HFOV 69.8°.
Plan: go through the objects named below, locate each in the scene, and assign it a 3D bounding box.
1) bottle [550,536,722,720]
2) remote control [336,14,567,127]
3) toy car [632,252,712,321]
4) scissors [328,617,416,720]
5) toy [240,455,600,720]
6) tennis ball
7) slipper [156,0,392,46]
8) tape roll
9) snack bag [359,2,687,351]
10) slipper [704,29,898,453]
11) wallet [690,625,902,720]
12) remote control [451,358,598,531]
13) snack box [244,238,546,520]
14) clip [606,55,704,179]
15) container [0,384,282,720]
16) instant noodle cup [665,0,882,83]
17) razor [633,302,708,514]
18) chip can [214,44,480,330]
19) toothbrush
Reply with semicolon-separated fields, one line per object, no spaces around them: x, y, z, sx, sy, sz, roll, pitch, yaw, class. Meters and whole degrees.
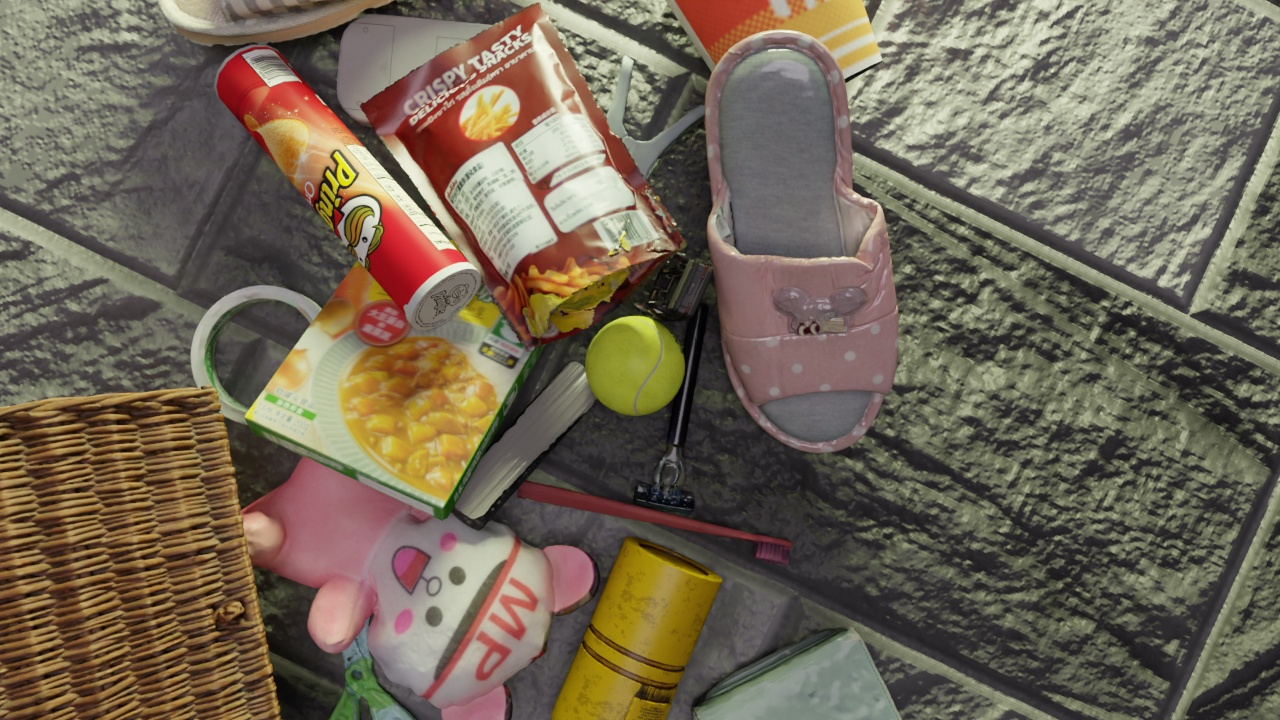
-0.010;0.204;0.593;0.071;0.071;0.164;23;88;-1;bottle
-0.127;-0.191;0.624;0.151;0.019;0.074;5;89;-2;remote control
0.024;-0.044;0.591;0.037;0.092;0.040;25;88;-12;toy car
-0.198;0.211;0.617;0.093;0.032;0.175;-17;85;0;scissors
-0.143;0.131;0.580;0.213;0.084;0.141;33;62;2;toy
-0.004;0.004;0.601;0.065;0.065;0.065;0;89;-2;tennis ball
-0.183;-0.280;0.601;0.272;0.054;0.114;-19;71;-6;slipper
-0.252;-0.003;0.617;0.094;0.018;0.094;0;88;-2;tape roll
-0.074;-0.121;0.577;0.139;0.066;0.208;-34;78;3;snack bag
0.096;-0.060;0.568;0.114;0.054;0.274;-8;111;12;slipper
0.107;0.246;0.610;0.131;0.054;0.100;-27;91;-7;wallet
-0.073;0.052;0.593;0.033;0.013;0.136;40;56;2;remote control
-0.141;-0.001;0.576;0.132;0.027;0.167;23;62;5;snack box
-0.039;-0.131;0.622;0.115;0.028;0.163;33;87;-2;clip
-0.324;0.154;0.517;0.161;0.184;0.250;-10;88;-40;container
0.085;-0.224;0.587;0.123;0.123;0.121;-28;97;-2;instant noodle cup
0.028;0.031;0.623;0.043;0.022;0.144;10;88;-3;razor
-0.187;-0.112;0.578;0.052;0.052;0.214;-42;75;-2;chip can
0.010;0.109;0.618;0.190;0.016;0.016;14;73;-3;toothbrush
